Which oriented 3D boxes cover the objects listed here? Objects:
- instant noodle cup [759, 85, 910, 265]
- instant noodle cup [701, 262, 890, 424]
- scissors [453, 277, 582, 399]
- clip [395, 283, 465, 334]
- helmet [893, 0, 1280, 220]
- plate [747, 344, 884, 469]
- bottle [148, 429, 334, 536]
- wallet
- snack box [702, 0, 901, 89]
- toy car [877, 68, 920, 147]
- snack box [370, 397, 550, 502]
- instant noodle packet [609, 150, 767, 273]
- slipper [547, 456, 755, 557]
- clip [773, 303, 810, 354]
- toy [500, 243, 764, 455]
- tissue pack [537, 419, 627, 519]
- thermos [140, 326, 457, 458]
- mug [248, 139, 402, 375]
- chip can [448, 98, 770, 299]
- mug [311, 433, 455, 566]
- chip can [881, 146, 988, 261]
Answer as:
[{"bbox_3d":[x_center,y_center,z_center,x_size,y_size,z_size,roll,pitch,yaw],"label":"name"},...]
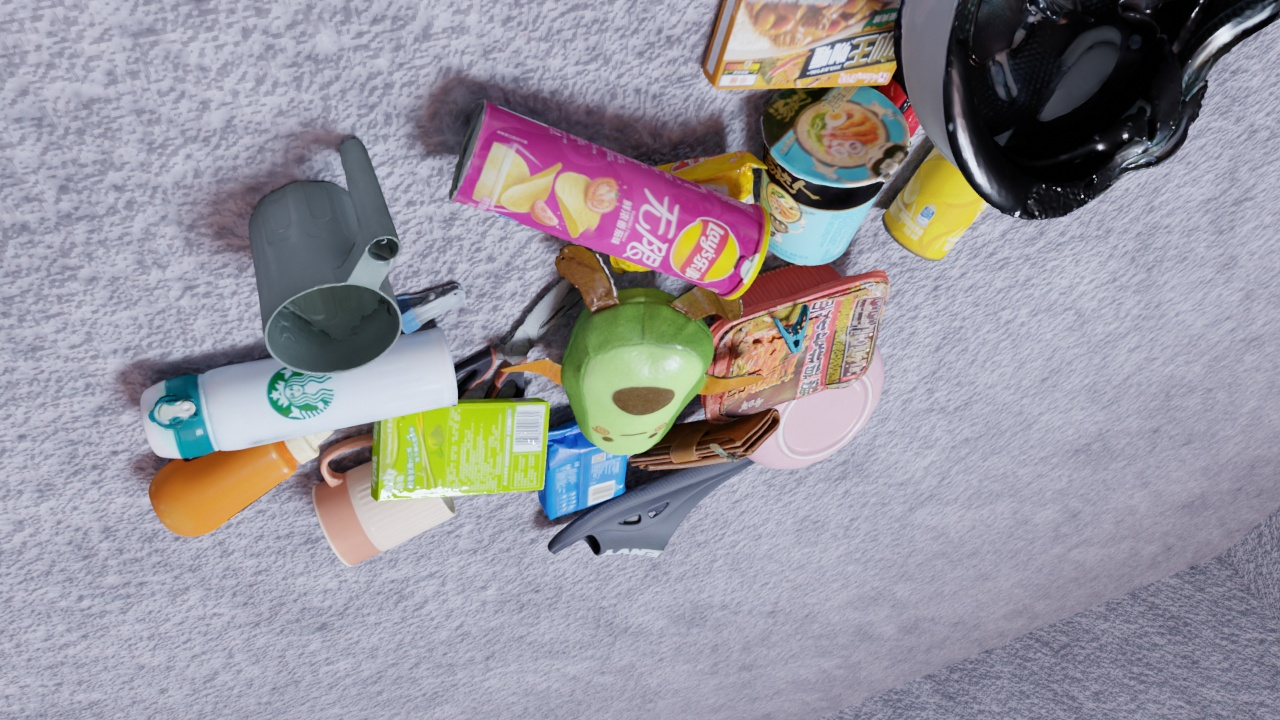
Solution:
[{"bbox_3d":[0.140,-0.138,0.721,0.111,0.111,0.121,-17,151,-13],"label":"instant noodle cup"},{"bbox_3d":[0.136,-0.023,0.883,0.188,0.079,0.165,-18,144,-11],"label":"instant noodle cup"},{"bbox_3d":[-0.111,0.000,0.818,0.201,0.015,0.206,-19,144,-10],"label":"scissors"},{"bbox_3d":[-0.165,-0.045,0.721,0.058,0.042,0.026,-23,144,-9],"label":"clip"},{"bbox_3d":[0.271,-0.240,0.598,0.230,0.157,0.274,31,104,-32],"label":"helmet"},{"bbox_3d":[0.195,0.051,1.016,0.192,0.039,0.193,-15,130,-19],"label":"plate"},{"bbox_3d":[-0.325,0.087,0.763,0.149,0.066,0.067,-29,147,-8],"label":"bottle"},{"bbox_3d":[0.065,0.085,0.941,0.131,0.035,0.118,-12,-173,31],"label":"wallet"},{"bbox_3d":[0.123,-0.231,0.646,0.153,0.026,0.075,-9,143,-23],"label":"snack box"},{"bbox_3d":[0.204,-0.207,0.710,0.031,0.049,0.107,-3,141,-32],"label":"toy car"},{"bbox_3d":[-0.157,0.077,0.812,0.156,0.026,0.086,0,99,-32],"label":"snack box"},{"bbox_3d":[0.033,-0.115,0.711,0.128,0.044,0.111,-9,152,2],"label":"instant noodle packet"},{"bbox_3d":[0.025,0.177,1.055,0.268,0.083,0.111,-23,168,-10],"label":"slipper"},{"bbox_3d":[0.133,-0.025,0.804,0.033,0.013,0.054,-22,139,-8],"label":"clip"},{"bbox_3d":[-0.005,0.005,0.785,0.227,0.089,0.247,6,144,-3],"label":"toy"},{"bbox_3d":[-0.062,0.105,0.955,0.094,0.052,0.157,-16,145,-17],"label":"tissue pack"},{"bbox_3d":[-0.259,0.025,0.709,0.224,0.073,0.073,-12,144,-19],"label":"thermos"},{"bbox_3d":[-0.198,-0.068,0.592,0.083,0.103,0.124,11,131,-41],"label":"mug"},{"bbox_3d":[-0.019,-0.106,0.625,0.210,0.071,0.072,17,131,-19],"label":"chip can"},{"bbox_3d":[-0.242,0.119,0.847,0.106,0.081,0.114,-24,116,-5],"label":"mug"},{"bbox_3d":[0.294,-0.185,0.778,0.072,0.072,0.214,0,139,-33],"label":"chip can"}]
